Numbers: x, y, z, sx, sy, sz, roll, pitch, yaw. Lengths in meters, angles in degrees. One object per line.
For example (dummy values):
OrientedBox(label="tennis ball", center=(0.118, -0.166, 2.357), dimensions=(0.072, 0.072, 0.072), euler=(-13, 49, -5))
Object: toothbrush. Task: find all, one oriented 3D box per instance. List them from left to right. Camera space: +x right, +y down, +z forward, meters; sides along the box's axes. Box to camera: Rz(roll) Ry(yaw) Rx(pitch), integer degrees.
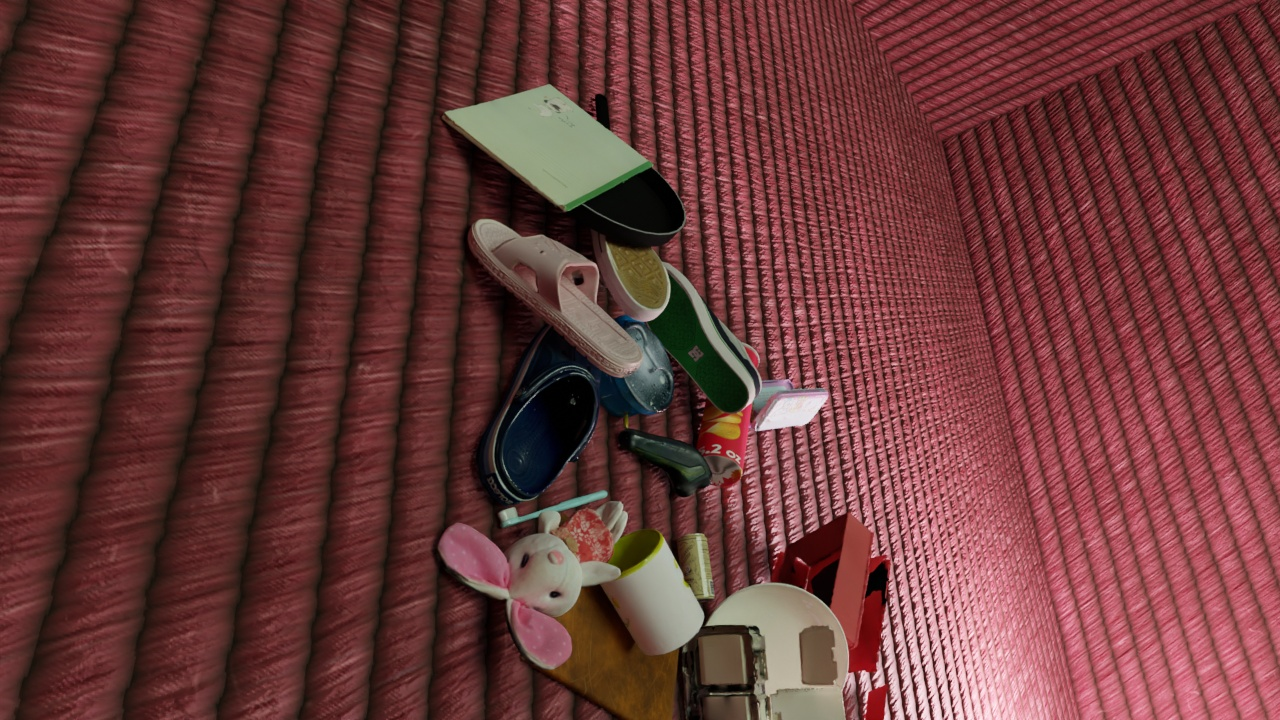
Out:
OrientedBox(label="toothbrush", center=(-0.088, 0.154, 0.974), dimensions=(0.180, 0.016, 0.016), euler=(-2, 65, -57))

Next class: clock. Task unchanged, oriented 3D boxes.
OrientedBox(label="clock", center=(-0.007, 0.007, 1.148), dimensions=(0.117, 0.060, 0.161), euler=(58, 31, -16))

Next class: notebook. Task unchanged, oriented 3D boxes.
OrientedBox(label="notebook", center=(-0.102, -0.266, 1.120), dimensions=(0.182, 0.010, 0.251), euler=(39, 33, 5))
OrientedBox(label="notebook", center=(-0.035, 0.278, 0.984), dimensions=(0.249, 0.014, 0.178), euler=(45, 39, -35))

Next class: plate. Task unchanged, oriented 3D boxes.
OrientedBox(label="plate", center=(0.159, 0.359, 1.116), dimensions=(0.034, 0.182, 0.182), euler=(95, -24, -88))

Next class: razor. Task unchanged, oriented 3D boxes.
OrientedBox(label="razor", center=(0.030, 0.126, 1.149), dimensions=(0.151, 0.054, 0.067), euler=(28, 66, -40))

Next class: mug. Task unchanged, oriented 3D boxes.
OrientedBox(label="mug", center=(0.009, 0.246, 0.976), dimensions=(0.106, 0.083, 0.082), euler=(62, 32, -15))

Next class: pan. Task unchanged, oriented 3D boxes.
OrientedBox(label="pan", center=(-0.050, -0.265, 1.207), dimensions=(0.225, 0.034, 0.355), euler=(22, 34, -21))

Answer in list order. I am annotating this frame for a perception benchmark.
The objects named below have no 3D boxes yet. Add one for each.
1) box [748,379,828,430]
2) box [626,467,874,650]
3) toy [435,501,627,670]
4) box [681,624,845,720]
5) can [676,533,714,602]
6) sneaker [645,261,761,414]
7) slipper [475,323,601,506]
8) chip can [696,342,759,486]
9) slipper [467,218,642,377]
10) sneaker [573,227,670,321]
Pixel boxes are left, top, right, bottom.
OrientedBox(label="box", center=(0.220, 0.072, 1.462), dimensions=(0.213, 0.096, 0.077), euler=(0, 99, -58))
OrientedBox(label="box", center=(0.146, 0.260, 1.244), dimensions=(0.325, 0.153, 0.213), euler=(30, 39, 1))
OrientedBox(label="toy", center=(-0.081, 0.195, 0.874), dimensions=(0.159, 0.084, 0.193), euler=(47, 39, 16))
OrientedBox(label="box", center=(0.145, 0.371, 1.038), dimensions=(0.068, 0.192, 0.143), euler=(19, 63, -53))
OrientedBox(label="can", center=(0.068, 0.257, 1.135), dimensions=(0.038, 0.038, 0.079), euler=(23, 54, -51))
OrientedBox(label="sneaker", center=(0.083, -0.037, 1.262), dimensions=(0.235, 0.084, 0.078), euler=(55, 33, 5))
OrientedBox(label="slipper", center=(-0.085, 0.049, 0.968), dimensions=(0.105, 0.095, 0.252), euler=(51, 39, -24))
OrientedBox(label="chip can", center=(0.123, 0.072, 1.301), dimensions=(0.069, 0.069, 0.220), euler=(49, 37, -30))
OrientedBox(label="slipper", center=(-0.081, -0.082, 0.993), dimensions=(0.239, 0.065, 0.094), euler=(43, 25, 10))
OrientedBox(label="sneaker", center=(-0.034, -0.124, 1.156), dimensions=(0.118, 0.088, 0.240), euler=(15, 38, -29))
